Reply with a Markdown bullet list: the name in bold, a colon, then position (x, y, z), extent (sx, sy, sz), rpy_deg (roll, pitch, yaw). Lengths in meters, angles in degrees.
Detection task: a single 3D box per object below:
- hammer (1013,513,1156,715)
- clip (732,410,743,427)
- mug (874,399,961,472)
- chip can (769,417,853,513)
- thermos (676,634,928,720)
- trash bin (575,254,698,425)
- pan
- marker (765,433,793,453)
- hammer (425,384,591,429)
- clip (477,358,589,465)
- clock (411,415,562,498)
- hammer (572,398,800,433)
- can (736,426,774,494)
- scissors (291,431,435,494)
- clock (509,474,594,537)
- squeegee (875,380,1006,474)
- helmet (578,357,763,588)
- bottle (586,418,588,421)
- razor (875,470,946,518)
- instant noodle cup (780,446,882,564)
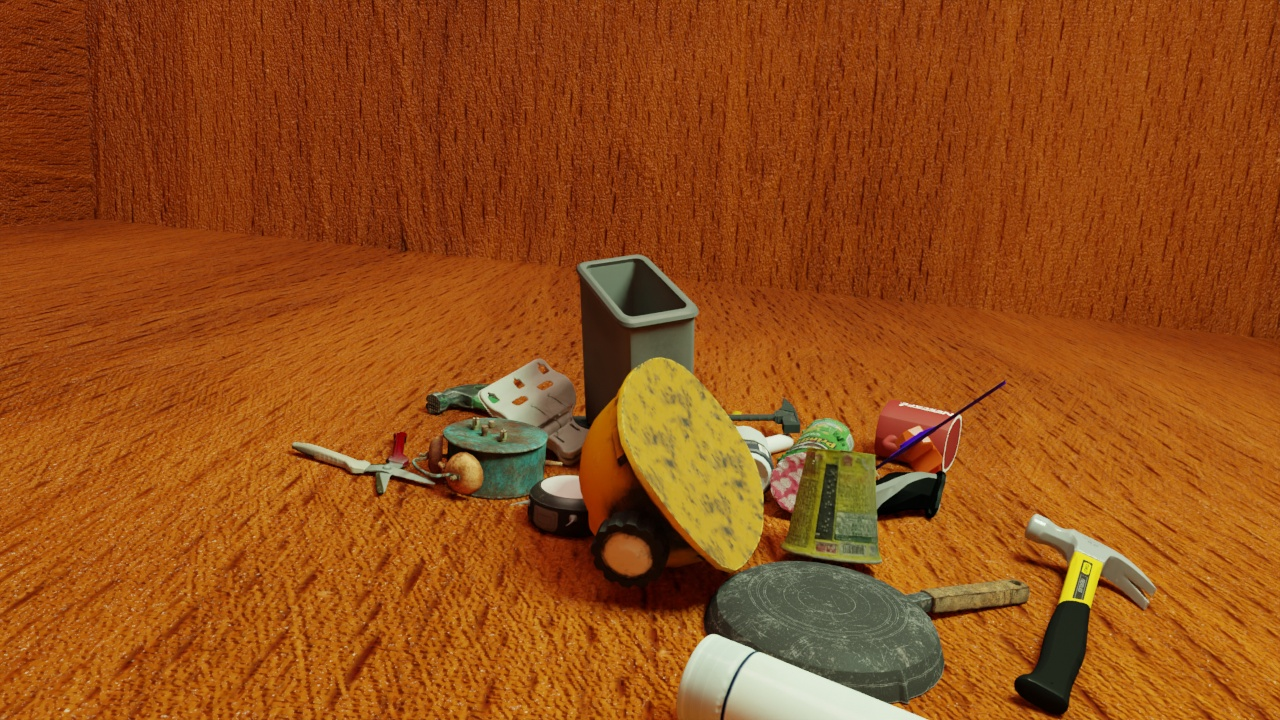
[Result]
- **hammer**: position (0.393, 0.229, 0.835), extent (0.127, 0.029, 0.322), rpy_deg (25, 23, 25)
- **clip**: position (0.131, 0.092, 1.365), extent (0.048, 0.046, 0.054), rpy_deg (32, 17, 2)
- **mug**: position (0.383, 0.109, 1.280), extent (0.097, 0.080, 0.116), rpy_deg (13, 21, 31)
- **chip can**: position (0.216, 0.124, 1.129), extent (0.075, 0.075, 0.222), rpy_deg (10, 10, 17)
- **thermos**: position (0.135, 0.246, 0.586), extent (0.230, 0.068, 0.067), rpy_deg (13, 15, 30)
- **trash bin**: position (-0.007, 0.007, 1.139), extent (0.097, 0.220, 0.191), rpy_deg (-10, 30, -18)
- **pan**: position (0.225, 0.219, 0.820), extent (0.356, 0.040, 0.208), rpy_deg (-3, 15, -28)
- **marker**: position (0.161, 0.119, 1.257), extent (0.132, 0.023, 0.027), rpy_deg (-7, 60, -45)
- **hammer**: position (-0.139, 0.082, 1.283), extent (0.319, 0.032, 0.130), rpy_deg (13, 14, 29)
- **clip**: position (-0.130, 0.081, 1.189), extent (0.150, 0.110, 0.126), rpy_deg (51, 47, 5)
- **clock**: position (-0.182, 0.107, 1.051), extent (0.157, 0.073, 0.121), rpy_deg (-5, 16, -36)
- **hammer**: position (0.063, 0.081, 1.331), extent (0.325, 0.015, 0.095), rpy_deg (-1, 21, 2)
- **can**: position (0.130, 0.123, 1.137), extent (0.064, 0.064, 0.127), rpy_deg (6, 13, 2)
- **scissors**: position (-0.324, 0.116, 1.080), extent (0.179, 0.015, 0.199), rpy_deg (5, 13, -7)
- **clock**: position (-0.070, 0.150, 0.974), extent (0.091, 0.044, 0.122), rpy_deg (13, 15, 31)
- **squeegee**: position (0.354, 0.118, 1.158), extent (0.184, 0.250, 0.055), rpy_deg (39, 18, -55)
- **helmet**: position (0.011, 0.123, 0.902), extent (0.132, 0.205, 0.254), rpy_deg (-35, 11, 24)
- **bottle**: position (-0.026, 0.089, 1.276), extent (0.116, 0.041, 0.041), rpy_deg (15, 16, 35)
- **razor**: position (0.292, 0.161, 1.079), extent (0.156, 0.057, 0.060), rpy_deg (1, 45, -22)
- **instant noodle cup**: position (0.195, 0.145, 0.922), extent (0.102, 0.108, 0.102), rpy_deg (7, -5, 0)
